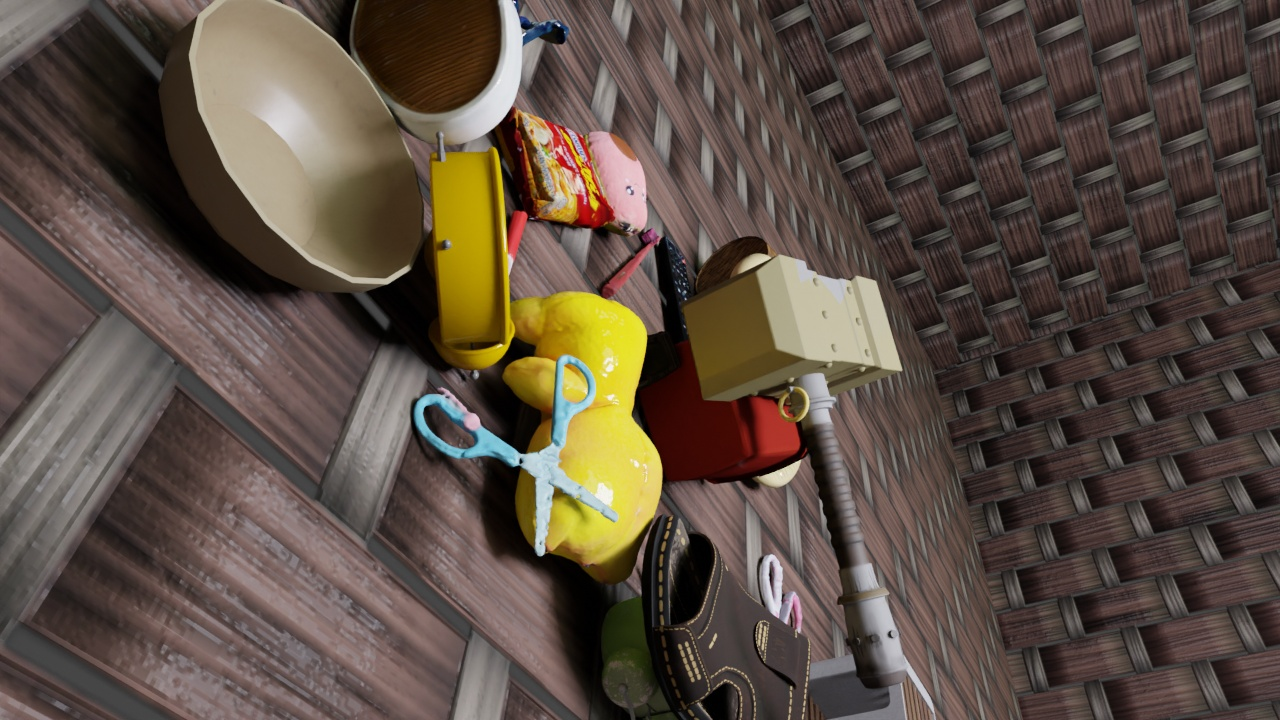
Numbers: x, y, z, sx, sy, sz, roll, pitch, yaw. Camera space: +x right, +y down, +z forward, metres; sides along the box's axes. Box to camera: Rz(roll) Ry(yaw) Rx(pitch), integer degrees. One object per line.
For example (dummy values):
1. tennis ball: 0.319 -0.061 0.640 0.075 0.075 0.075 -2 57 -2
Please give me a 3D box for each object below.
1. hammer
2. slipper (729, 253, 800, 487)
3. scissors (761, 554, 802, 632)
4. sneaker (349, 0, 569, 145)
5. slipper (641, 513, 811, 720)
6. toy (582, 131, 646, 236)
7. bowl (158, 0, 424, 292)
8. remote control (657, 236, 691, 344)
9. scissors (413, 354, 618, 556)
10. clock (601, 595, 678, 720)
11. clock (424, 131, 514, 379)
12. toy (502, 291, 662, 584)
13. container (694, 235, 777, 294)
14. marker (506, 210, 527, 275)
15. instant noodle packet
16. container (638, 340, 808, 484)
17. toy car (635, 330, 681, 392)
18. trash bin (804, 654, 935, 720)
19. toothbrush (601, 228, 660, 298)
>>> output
1. hammer: 0.154 0.094 0.741 0.190 0.101 0.324 5 67 -48
2. slipper: 0.120 0.014 1.020 0.111 0.079 0.261 -15 103 -49
3. scissors: 0.130 0.264 0.921 0.103 0.016 0.178 66 25 -11
4. sneaker: -0.116 -0.219 0.628 0.127 0.121 0.294 60 10 -47
5. slipper: 0.076 0.216 0.627 0.268 0.076 0.112 62 23 -22
6. toy: -0.024 -0.167 0.883 0.090 0.051 0.110 25 49 -59
7. bowl: -0.178 -0.100 0.461 0.152 0.051 0.152 50 28 -40
8. remote control: 0.040 -0.063 0.985 0.047 0.022 0.150 42 33 -49
9. scissors: -0.062 0.044 0.548 0.135 0.015 0.133 37 55 -6
10. clock: 0.009 0.211 0.639 0.094 0.043 0.119 55 26 -30
11. clock: -0.103 -0.059 0.545 0.152 0.052 0.113 109 -25 -63
12. toy: -0.031 0.047 0.626 0.134 0.088 0.193 46 34 -54
13. container: 0.153 -0.057 1.115 0.167 0.132 0.132 46 31 -34
14. marker: -0.099 -0.067 0.669 0.013 0.013 0.142 54 27 -34
15. instant noodle packet: -0.073 -0.162 0.782 0.098 0.040 0.135 65 22 8
16. container: 0.088 0.042 0.879 0.200 0.127 0.148 -2 73 -60
17. toy car: -0.005 0.004 0.760 0.092 0.037 0.040 -24 95 -35
18. trash bin: 0.214 0.403 0.853 0.114 0.115 0.228 55 26 -31
19. toothbrush: -0.009 -0.099 0.907 0.016 0.016 0.189 59 24 -13
